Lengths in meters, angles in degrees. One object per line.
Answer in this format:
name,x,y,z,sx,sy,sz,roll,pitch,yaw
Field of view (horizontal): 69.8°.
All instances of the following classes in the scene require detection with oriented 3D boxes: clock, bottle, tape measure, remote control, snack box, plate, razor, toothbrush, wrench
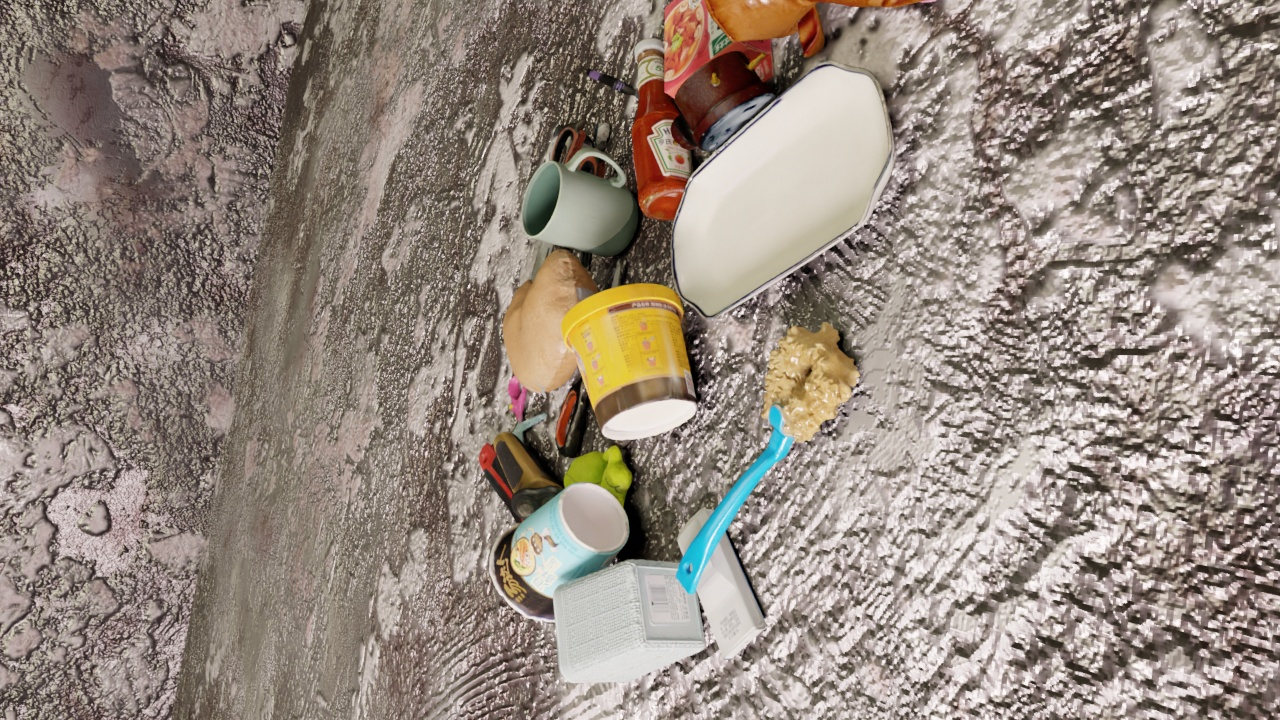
clock,0.072,-0.231,0.841,0.055,0.082,0.122,58,158,5
bottle,0.019,-0.244,0.947,0.060,0.059,0.205,-32,55,47
tape measure,-0.088,-0.248,1.122,0.066,0.033,0.066,47,121,48
remote control,0.066,0.188,0.783,0.049,0.024,0.124,-55,42,31
snack box,0.073,-0.314,0.901,0.113,0.044,0.127,-22,63,51
plate,0.119,-0.138,0.793,0.267,0.034,0.161,-34,53,46
razor,-0.133,0.133,1.048,0.167,0.067,0.062,46,117,53
toothbrush,-0.028,-0.324,1.076,0.189,0.016,0.014,44,117,53
toothbrush,-0.055,-0.193,1.076,0.018,0.015,0.181,0,80,46
wrench,-0.138,0.185,1.074,0.056,0.016,0.273,-61,41,21

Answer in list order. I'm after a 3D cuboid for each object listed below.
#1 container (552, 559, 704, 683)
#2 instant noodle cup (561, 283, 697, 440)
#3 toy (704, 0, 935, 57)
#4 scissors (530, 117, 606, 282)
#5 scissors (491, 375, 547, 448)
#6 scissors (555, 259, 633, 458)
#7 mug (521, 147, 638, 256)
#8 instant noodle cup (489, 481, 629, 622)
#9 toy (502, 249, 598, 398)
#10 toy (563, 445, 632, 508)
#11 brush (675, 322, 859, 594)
container,-0.008,0.232,0.823,0.112,0.089,0.090,-34,54,41
instant noodle cup,-0.005,0.005,0.865,0.119,0.118,0.114,-39,58,43
toy,0.148,-0.331,0.752,0.130,0.140,0.200,-45,25,-27
scissors,-0.090,-0.169,1.082,0.199,0.015,0.204,-15,81,46
scissors,-0.154,0.084,1.138,0.135,0.017,0.133,-35,56,41
scissors,-0.052,0.010,1.005,0.228,0.021,0.220,-59,39,27
mug,-0.057,-0.173,0.991,0.112,0.106,0.082,-62,37,23
instant noodle cup,-0.074,0.181,0.905,0.121,0.111,0.111,-50,44,38
toy,-0.115,-0.028,1.041,0.227,0.082,0.143,-34,50,57
toy,-0.045,0.128,0.953,0.100,0.031,0.097,28,107,49
brush,0.094,0.084,0.745,0.083,0.045,0.255,46,112,46
